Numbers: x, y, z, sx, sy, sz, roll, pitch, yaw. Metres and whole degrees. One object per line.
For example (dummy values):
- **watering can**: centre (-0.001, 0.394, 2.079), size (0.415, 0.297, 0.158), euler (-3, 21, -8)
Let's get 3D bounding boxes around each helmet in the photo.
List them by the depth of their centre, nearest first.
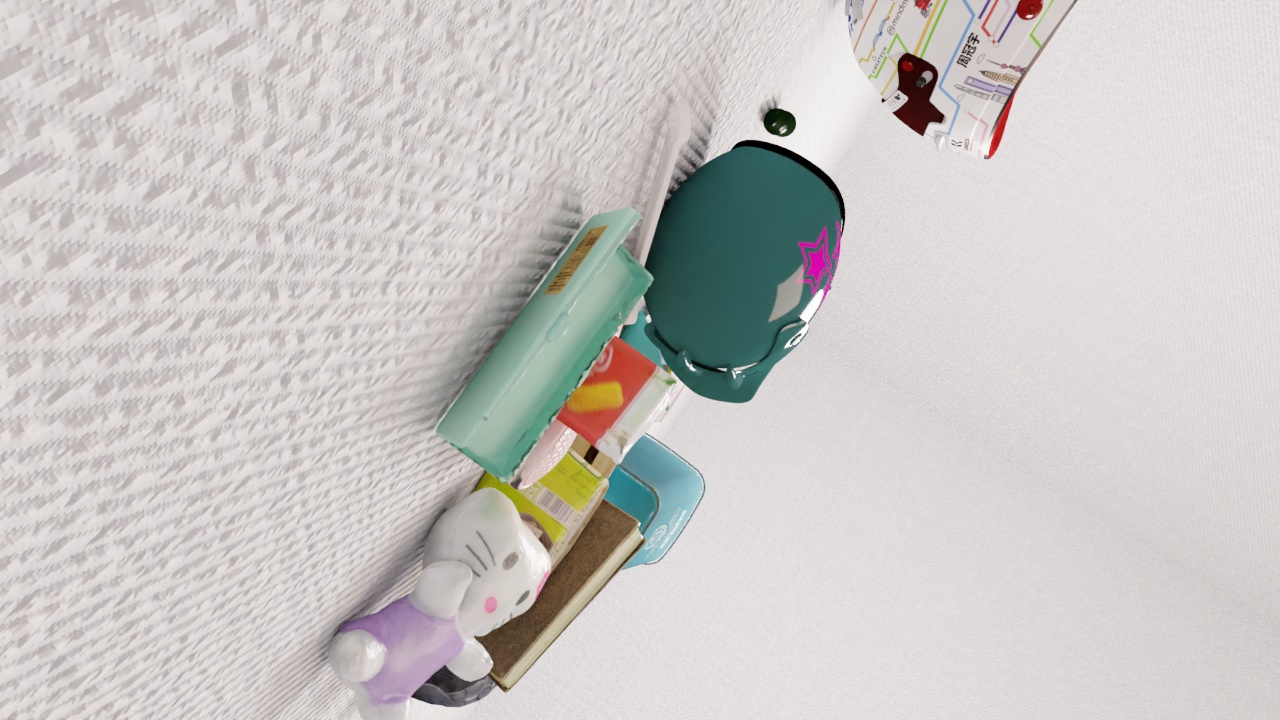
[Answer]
- **helmet**: centre (0.091, -0.071, 0.905), size (0.200, 0.176, 0.275), euler (-57, 165, -16)
- **helmet**: centre (0.353, -0.396, 1.043), size (0.230, 0.236, 0.315), euler (-57, 167, -34)

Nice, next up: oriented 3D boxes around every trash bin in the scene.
- **trash bin**: centre (-0.033, 0.224, 1.454), size (0.197, 0.199, 0.218), euler (-58, 167, 7)

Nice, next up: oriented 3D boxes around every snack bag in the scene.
- **snack bag**: centre (-0.038, 0.015, 0.693), size (0.077, 0.116, 0.036), euler (-52, 173, -17)

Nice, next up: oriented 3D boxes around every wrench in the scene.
- **wrench**: centre (0.007, -0.113, 0.770), size (0.274, 0.009, 0.047), euler (109, -29, -58)

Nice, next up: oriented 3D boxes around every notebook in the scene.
- **notebook**: centre (-0.123, 0.215, 0.982), size (0.215, 0.190, 0.034), euler (-45, 135, -18)

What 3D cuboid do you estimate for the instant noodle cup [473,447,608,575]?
- **instant noodle cup**: centre (-0.101, 0.142, 0.905), size (0.146, 0.098, 0.146), euler (-56, 173, -10)

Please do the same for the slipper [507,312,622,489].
- **slipper**: centre (-0.060, 0.010, 0.776), size (0.107, 0.056, 0.221), euler (109, 5, -67)

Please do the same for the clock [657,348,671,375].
- **clock**: centre (0.039, -0.047, 1.156), size (0.089, 0.051, 0.124), euler (102, -6, -57)

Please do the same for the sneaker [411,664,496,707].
- **sneaker**: centre (-0.177, 0.283, 1.046), size (0.252, 0.097, 0.151), euler (-20, 128, -63)

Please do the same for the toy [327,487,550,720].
- **toy**: centre (-0.162, 0.205, 0.763), size (0.208, 0.086, 0.138), euler (-43, 132, -38)

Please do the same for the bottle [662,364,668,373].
- **bottle**: centre (0.037, -0.026, 1.277), size (0.108, 0.060, 0.060), euler (-51, 171, -39)

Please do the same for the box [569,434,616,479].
- **box**: centre (-0.071, 0.133, 1.149), size (0.250, 0.092, 0.127), euler (-59, 170, 27)

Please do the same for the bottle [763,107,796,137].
- **bottle**: centre (0.163, -0.284, 1.092), size (0.033, 0.033, 0.122), euler (-59, 172, 18)

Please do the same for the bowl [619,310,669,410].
- **bowl**: centre (-0.006, 0.006, 1.070), size (0.046, 0.121, 0.121), euler (-16, 166, -6)

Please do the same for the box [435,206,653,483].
- **box**: centre (-0.054, -0.007, 0.614), size (0.187, 0.078, 0.113), euler (-56, -163, -14)

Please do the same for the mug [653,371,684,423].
- **mug**: centre (0.013, 0.046, 1.370), size (0.090, 0.076, 0.123), euler (-59, 173, 14)
